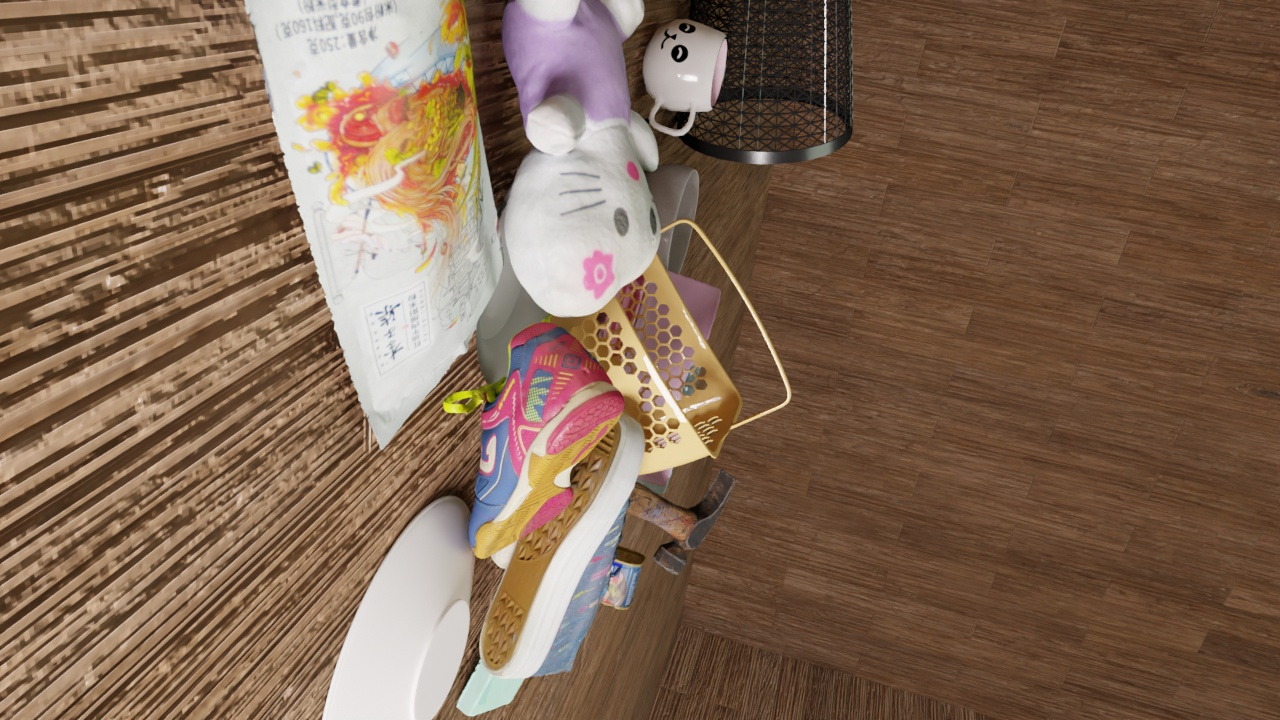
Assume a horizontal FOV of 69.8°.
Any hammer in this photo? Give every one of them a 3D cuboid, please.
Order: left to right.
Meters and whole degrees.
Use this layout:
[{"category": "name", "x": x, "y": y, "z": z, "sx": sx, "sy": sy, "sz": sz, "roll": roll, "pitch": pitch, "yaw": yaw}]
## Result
[{"category": "hammer", "x": -0.018, "y": 0.115, "z": 0.864, "sx": 0.120, "sy": 0.033, "sz": 0.330, "roll": -56, "pitch": 140, "yaw": -2}]

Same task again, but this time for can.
[{"category": "can", "x": -0.049, "y": 0.253, "z": 1.105, "sx": 0.054, "sy": 0.100, "sz": 0.059, "roll": -16, "pitch": 122, "yaw": -77}]

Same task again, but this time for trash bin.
[{"category": "trash bin", "x": 0.150, "y": -0.388, "z": 1.072, "sx": 0.216, "sy": 0.217, "sz": 0.244, "roll": -64, "pitch": 157, "yaw": -50}]

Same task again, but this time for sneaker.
[{"category": "sneaker", "x": -0.083, "y": 0.058, "z": 0.652, "sx": 0.116, "sy": 0.091, "sz": 0.243, "roll": -28, "pitch": 161, "yaw": -37}, {"category": "sneaker", "x": -0.050, "y": 0.153, "z": 0.752, "sx": 0.079, "sy": 0.087, "sz": 0.235, "roll": 23, "pitch": 95, "yaw": -36}]

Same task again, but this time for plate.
[{"category": "plate", "x": -0.155, "y": 0.213, "z": 0.660, "sx": 0.229, "sy": 0.030, "sz": 0.229, "roll": 15, "pitch": 89, "yaw": -80}, {"category": "plate", "x": -0.092, "y": -0.065, "z": 0.667, "sx": 0.172, "sy": 0.019, "sz": 0.173, "roll": 15, "pitch": 89, "yaw": -80}]

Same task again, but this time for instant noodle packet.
[{"category": "instant noodle packet", "x": -0.108, "y": -0.083, "z": 0.447, "sx": 0.270, "sy": 0.057, "sz": 0.146, "roll": 92, "pitch": 23, "yaw": -51}]

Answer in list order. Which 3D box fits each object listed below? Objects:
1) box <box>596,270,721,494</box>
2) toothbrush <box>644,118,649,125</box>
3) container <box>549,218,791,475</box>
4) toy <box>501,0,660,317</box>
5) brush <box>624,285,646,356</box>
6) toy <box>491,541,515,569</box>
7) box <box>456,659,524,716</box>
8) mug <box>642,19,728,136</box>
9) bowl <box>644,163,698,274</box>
[{"category": "box", "x": -0.017, "y": 0.004, "z": 0.930, "sx": 0.172, "sy": 0.075, "sz": 0.233, "roll": 27, "pitch": 77, "yaw": -42}, {"category": "toothbrush", "x": -0.018, "y": -0.198, "z": 0.912, "sx": 0.187, "sy": 0.014, "sz": 0.017, "roll": -67, "pitch": 158, "yaw": -44}, {"category": "container", "x": 0.022, "y": -0.010, "z": 0.787, "sx": 0.183, "sy": 0.167, "sz": 0.129, "roll": 59, "pitch": 24, "yaw": -11}, {"category": "toy", "x": -0.042, "y": -0.134, "z": 0.579, "sx": 0.137, "sy": 0.086, "sz": 0.209, "roll": -22, "pitch": 111, "yaw": -65}, {"category": "brush", "x": -0.019, "y": 0.016, "z": 1.107, "sx": 0.077, "sy": 0.062, "sz": 0.272, "roll": 24, "pitch": 84, "yaw": -63}, {"category": "toy", "x": -0.106, "y": 0.145, "z": 0.807, "sx": 0.087, "sy": 0.050, "sz": 0.112, "roll": -65, "pitch": 159, "yaw": -47}, {"category": "box", "x": -0.098, "y": 0.233, "z": 0.862, "sx": 0.187, "sy": 0.056, "sz": 0.138, "roll": -61, "pitch": 169, "yaw": 11}, {"category": "mug", "x": 0.039, "y": -0.284, "z": 0.930, "sx": 0.090, "sy": 0.076, "sz": 0.123, "roll": 71, "pitch": 34, "yaw": -72}, {"category": "bowl", "x": 0.017, "y": -0.154, "z": 1.017, "sx": 0.131, "sy": 0.064, "sz": 0.132, "roll": 15, "pitch": 89, "yaw": -80}]
